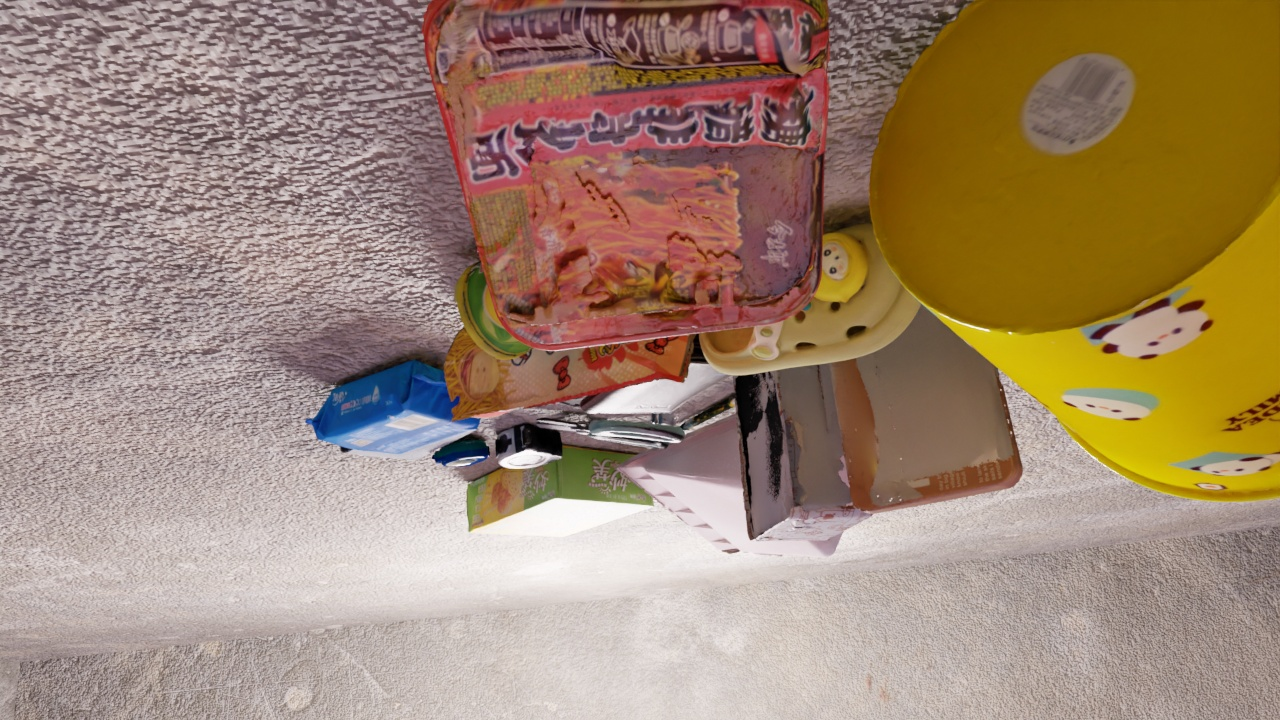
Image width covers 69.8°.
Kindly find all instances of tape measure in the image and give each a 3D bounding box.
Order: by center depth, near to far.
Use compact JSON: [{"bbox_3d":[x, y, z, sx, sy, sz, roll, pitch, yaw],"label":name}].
[{"bbox_3d":[-0.130,0.098,1.033,0.066,0.033,0.065,-20,154,28],"label":"tape measure"},{"bbox_3d":[-0.201,0.104,1.041,0.055,0.025,0.058,-21,164,32],"label":"tape measure"}]

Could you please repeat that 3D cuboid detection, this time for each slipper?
[{"bbox_3d":[0.106,-0.042,0.651,0.191,0.091,0.081,-20,154,40],"label":"slipper"}]

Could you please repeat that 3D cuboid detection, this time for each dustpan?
[{"bbox_3d":[0.150,0.134,1.097,0.274,0.138,0.222,-2,143,47],"label":"dustpan"}]

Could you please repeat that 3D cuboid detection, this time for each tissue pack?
[{"bbox_3d":[-0.221,0.044,0.837,0.157,0.052,0.095,-19,154,30],"label":"tissue pack"}]

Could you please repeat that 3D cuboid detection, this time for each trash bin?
[{"bbox_3d":[0.263,-0.063,0.469,0.255,0.229,0.230,21,147,-41],"label":"trash bin"}]

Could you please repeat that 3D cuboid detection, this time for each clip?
[{"bbox_3d":[0.022,0.062,0.995,0.029,0.024,0.057,-6,164,9],"label":"clip"}]

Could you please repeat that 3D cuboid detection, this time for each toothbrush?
[{"bbox_3d":[0.060,0.067,1.036,0.017,0.012,0.186,18,151,-27],"label":"toothbrush"}]

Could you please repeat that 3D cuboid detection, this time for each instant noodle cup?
[{"bbox_3d":[0.001,-0.096,0.427,0.164,0.079,0.189,-6,130,2],"label":"instant noodle cup"}]

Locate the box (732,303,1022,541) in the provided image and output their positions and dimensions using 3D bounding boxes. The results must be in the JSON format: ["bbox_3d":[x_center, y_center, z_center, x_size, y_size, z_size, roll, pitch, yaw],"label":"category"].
[{"bbox_3d":[0.177,0.048,0.782,0.124,0.178,0.275,10,155,-32],"label":"box"}]

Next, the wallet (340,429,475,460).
[{"bbox_3d":[-0.248,0.081,0.981,0.121,0.019,0.097,-25,154,38],"label":"wallet"}]

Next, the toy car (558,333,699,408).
[{"bbox_3d":[-0.005,0.005,0.804,0.156,0.041,0.071,-16,155,12],"label":"toy car"}]

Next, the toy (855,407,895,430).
[{"bbox_3d":[0.280,0.050,0.956,0.122,0.054,0.159,-25,179,40],"label":"toy"}]

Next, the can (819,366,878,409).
[{"bbox_3d":[0.189,0.037,0.931,0.133,0.053,0.053,-22,154,37],"label":"can"}]

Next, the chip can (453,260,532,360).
[{"bbox_3d":[-0.018,-0.065,0.573,0.222,0.072,0.072,-21,155,34],"label":"chip can"}]

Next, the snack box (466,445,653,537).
[{"bbox_3d":[-0.108,0.175,1.194,0.157,0.070,0.211,12,153,-39],"label":"snack box"}]

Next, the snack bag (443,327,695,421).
[{"bbox_3d":[-0.043,-0.011,0.670,0.208,0.128,0.073,-15,123,31],"label":"snack bag"}]

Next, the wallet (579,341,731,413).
[{"bbox_3d":[0.020,0.018,0.770,0.096,0.020,0.123,7,153,-33],"label":"wallet"}]

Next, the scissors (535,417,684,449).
[{"bbox_3d":[-0.025,0.080,1.010,0.173,0.019,0.179,2,169,19],"label":"scissors"}]
